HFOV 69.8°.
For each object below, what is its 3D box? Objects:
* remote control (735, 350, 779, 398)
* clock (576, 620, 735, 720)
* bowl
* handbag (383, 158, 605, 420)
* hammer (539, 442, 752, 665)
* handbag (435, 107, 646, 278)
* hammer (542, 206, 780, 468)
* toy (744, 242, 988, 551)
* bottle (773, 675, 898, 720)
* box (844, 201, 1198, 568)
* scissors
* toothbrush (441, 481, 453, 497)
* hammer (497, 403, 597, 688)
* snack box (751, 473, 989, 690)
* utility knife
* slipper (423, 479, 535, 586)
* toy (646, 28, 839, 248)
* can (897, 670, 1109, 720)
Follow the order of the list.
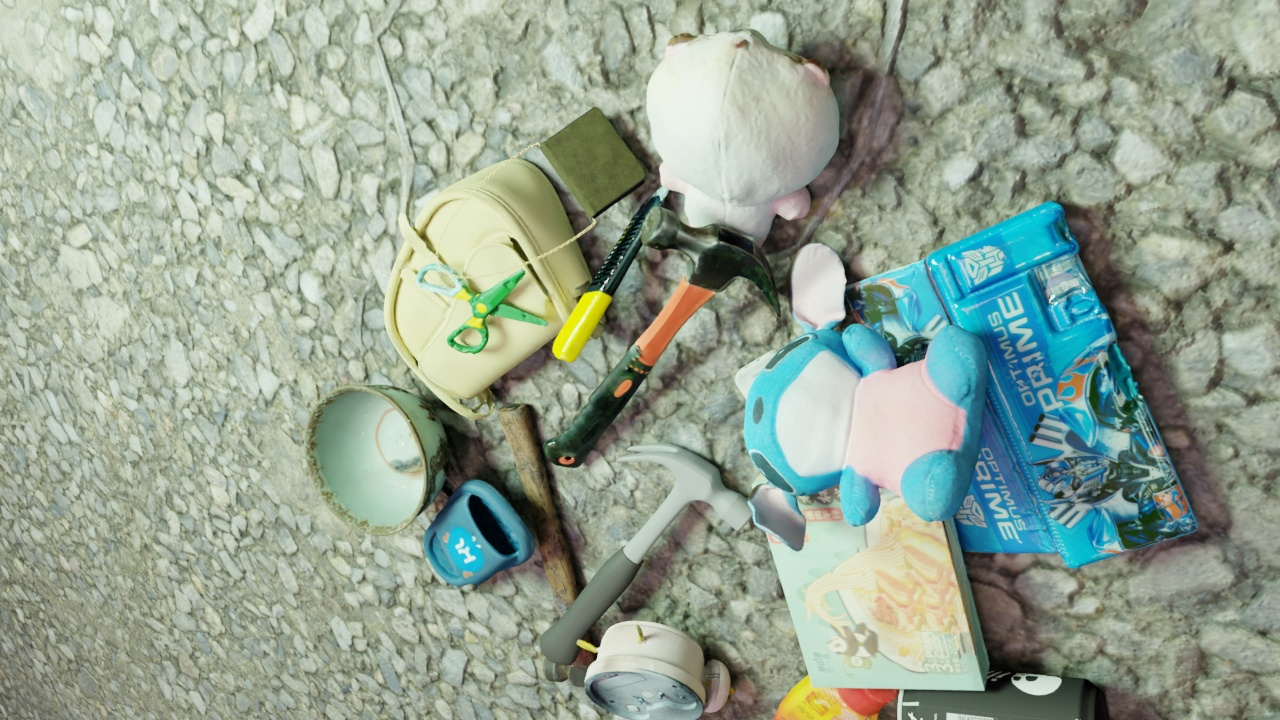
[{"bbox_3d":[0.133,0.054,0.758,0.050,0.022,0.133,-33,91,36],"label":"remote control"},{"bbox_3d":[0.021,0.315,0.904,0.158,0.058,0.117,37,134,-24],"label":"clock"},{"bbox_3d":[-0.263,0.094,0.974,0.160,0.093,0.160,5,103,24],"label":"bowl"},{"bbox_3d":[-0.148,-0.058,0.847,0.234,0.088,0.191,-35,94,38],"label":"handbag"},{"bbox_3d":[-0.021,0.201,0.896,0.125,0.029,0.312,39,121,6],"label":"hammer"},{"bbox_3d":[-0.087,-0.126,0.745,0.178,0.027,0.084,-36,90,-5],"label":"handbag"},{"bbox_3d":[-0.005,0.005,0.788,0.133,0.033,0.334,16,139,-23],"label":"hammer"},{"bbox_3d":[0.154,0.029,0.650,0.192,0.098,0.224,1,76,48],"label":"toy"},{"bbox_3d":[0.178,0.314,0.831,0.071,0.048,0.134,41,127,9],"label":"bottle"},{"bbox_3d":[0.257,0.033,0.649,0.176,0.059,0.243,-22,98,38],"label":"box"},{"bbox_3d":[-0.142,-0.053,0.794,0.123,0.011,0.127,44,129,-13],"label":"scissors"},{"bbox_3d":[-0.233,0.129,1.029,0.188,0.014,0.017,41,114,10],"label":"toothbrush"},{"bbox_3d":[-0.083,0.199,0.959,0.120,0.033,0.330,-4,108,29],"label":"hammer"},{"bbox_3d":[0.185,0.171,0.736,0.142,0.044,0.193,-11,104,30],"label":"snack box"},{"bbox_3d":[-0.023,-0.074,0.769,0.175,0.020,0.028,-58,33,14],"label":"utility knife"},{"bbox_3d":[-0.185,0.190,0.973,0.104,0.059,0.214,57,139,3],"label":"slipper"},{"bbox_3d":[0.070,-0.149,0.666,0.139,0.101,0.180,13,143,11],"label":"toy"},{"bbox_3d":[0.288,0.289,0.730,0.146,0.080,0.080,-7,107,34],"label":"can"}]
